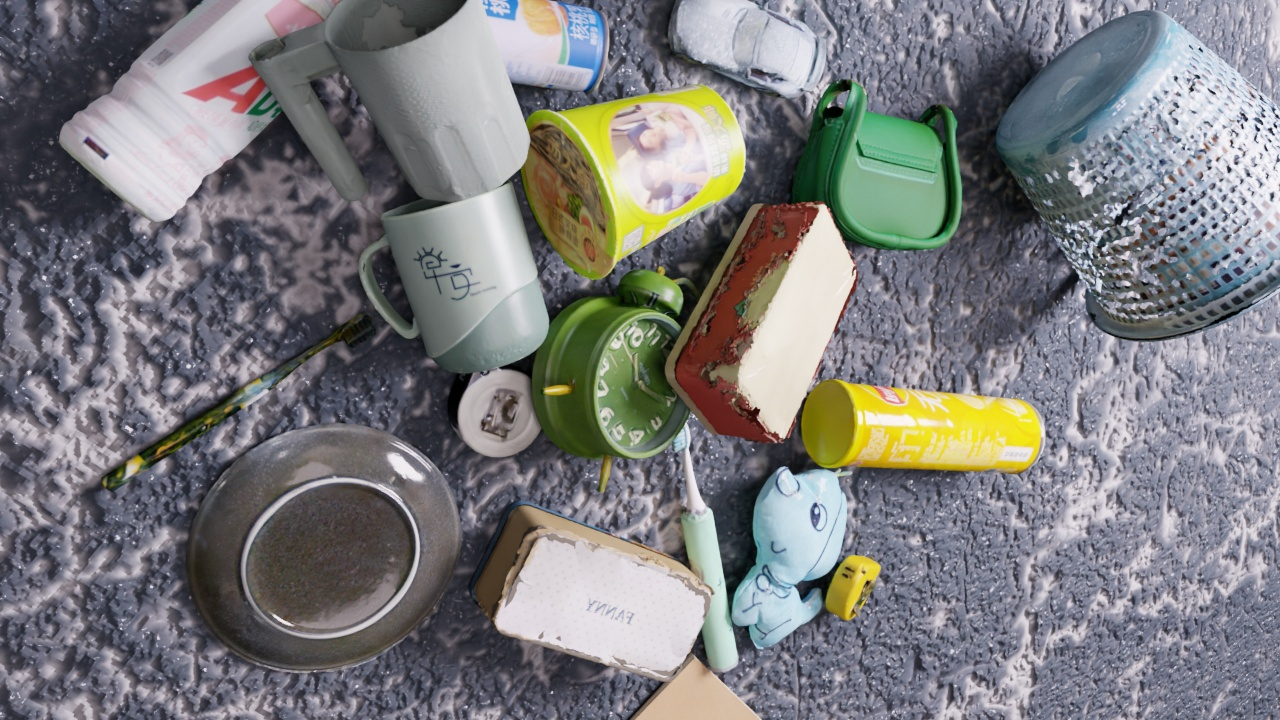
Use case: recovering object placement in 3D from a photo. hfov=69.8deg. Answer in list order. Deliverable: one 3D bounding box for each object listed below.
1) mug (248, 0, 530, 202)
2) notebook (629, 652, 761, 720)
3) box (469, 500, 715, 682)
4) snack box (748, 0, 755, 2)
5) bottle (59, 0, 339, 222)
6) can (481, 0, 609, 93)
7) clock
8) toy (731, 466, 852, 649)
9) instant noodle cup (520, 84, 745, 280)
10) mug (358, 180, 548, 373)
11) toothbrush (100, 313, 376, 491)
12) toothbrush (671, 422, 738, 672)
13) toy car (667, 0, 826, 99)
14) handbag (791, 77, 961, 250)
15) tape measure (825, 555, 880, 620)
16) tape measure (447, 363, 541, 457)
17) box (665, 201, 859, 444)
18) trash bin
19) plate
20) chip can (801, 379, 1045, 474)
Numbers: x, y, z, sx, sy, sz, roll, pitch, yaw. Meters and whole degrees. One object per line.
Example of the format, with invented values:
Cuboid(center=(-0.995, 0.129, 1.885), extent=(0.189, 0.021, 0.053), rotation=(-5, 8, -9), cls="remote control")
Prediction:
Cuboid(center=(-0.133, -0.146, 0.512), extent=(0.124, 0.083, 0.103), rotation=(-19, 140, 2), cls="mug")
Cuboid(center=(0.054, 0.367, 0.797), extent=(0.149, 0.012, 0.211), rotation=(-45, 116, -8), cls="notebook")
Cuboid(center=(-0.039, 0.172, 0.682), extent=(0.184, 0.061, 0.090), rotation=(28, 88, -25), cls="box")
Cuboid(center=(0.105, -0.285, 0.578), extent=(0.074, 0.175, 0.051), rotation=(43, 79, -26), cls="snack box")
Cuboid(center=(-0.225, -0.168, 0.513), extent=(0.196, 0.068, 0.068), rotation=(-49, 117, -11), cls="bottle")
Cuboid(center=(-0.091, -0.203, 0.573), extent=(0.134, 0.053, 0.053), rotation=(1, 101, -25), cls="can")
Cuboid(center=(-0.004, 0.004, 0.647), extent=(0.160, 0.056, 0.116), rotation=(-47, 127, -30), cls="clock")
Cuboid(center=(0.127, 0.158, 0.761), extent=(0.156, 0.050, 0.161), rotation=(-48, 129, -12), cls="toy")
Cuboid(center=(0.001, -0.127, 0.610), extent=(0.123, 0.112, 0.112), rotation=(-26, 112, -26), cls="instant noodle cup")
Cuboid(center=(-0.121, -0.050, 0.586), extent=(0.112, 0.082, 0.106), rotation=(-11, 110, 9), cls="mug")
Cuboid(center=(-0.248, 0.026, 0.574), extent=(0.185, 0.017, 0.012), rotation=(-35, 151, -14), cls="toothbrush")
Cuboid(center=(0.050, 0.150, 0.735), extent=(0.027, 0.026, 0.225), rotation=(-25, 113, -40), cls="toothbrush")
Cuboid(center=(0.078, -0.228, 0.657), extent=(0.120, 0.037, 0.054), rotation=(13, 96, -24), cls="toy car")
Cuboid(center=(0.186, -0.147, 0.707), extent=(0.131, 0.068, 0.120), rotation=(3, 100, -26), cls="handbag")
Cuboid(center=(0.186, 0.197, 0.796), extent=(0.060, 0.029, 0.057), rotation=(23, 92, -59), cls="tape measure")
Cuboid(center=(-0.099, 0.033, 0.636), extent=(0.065, 0.033, 0.066), rotation=(18, 93, -26), cls="tape measure")
Cuboid(center=(0.097, -0.030, 0.652), extent=(0.091, 0.077, 0.168), rotation=(51, 57, -38), cls="box")
Cuboid(center=(0.409, -0.162, 0.744), extent=(0.195, 0.227, 0.226), rotation=(41, 83, -14), cls="trash bin")
Cuboid(center=(-0.206, 0.130, 0.613), extent=(0.179, 0.024, 0.179), rotation=(-5, 104, -24), cls="plate")
Cuboid(center=(0.243, 0.059, 0.779), extent=(0.213, 0.072, 0.072), rotation=(5, 99, -26), cls="chip can")
